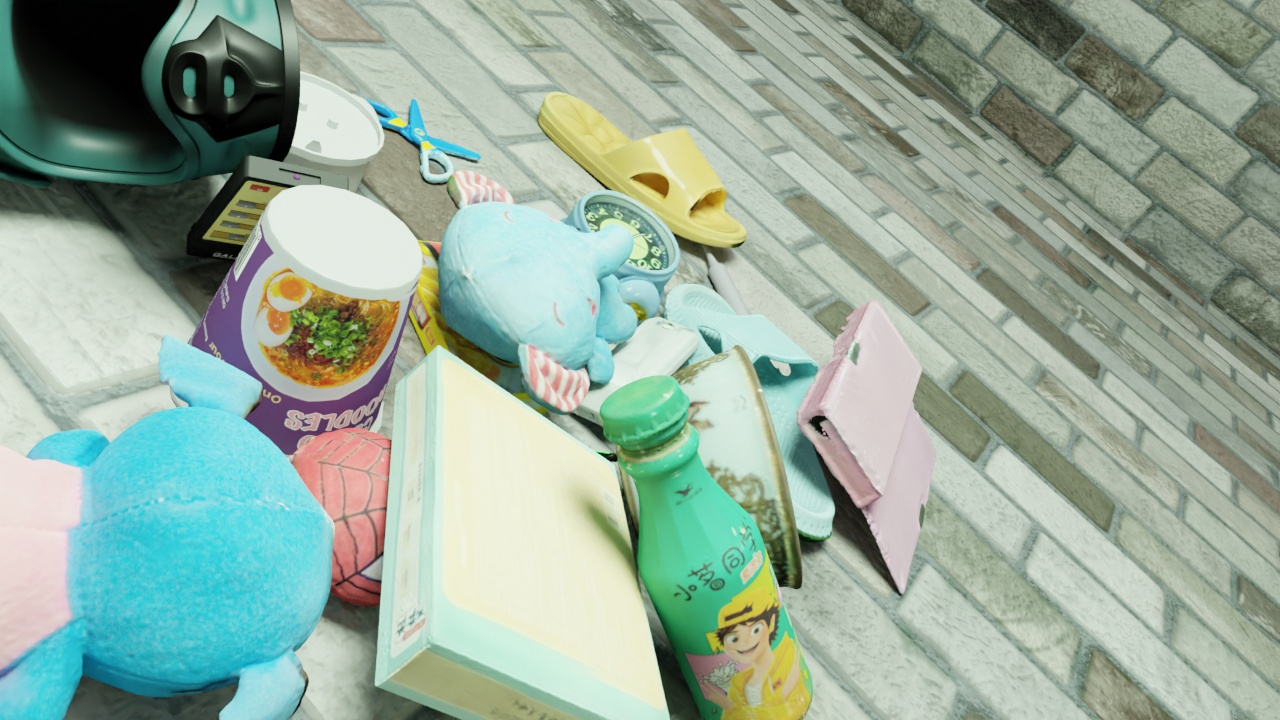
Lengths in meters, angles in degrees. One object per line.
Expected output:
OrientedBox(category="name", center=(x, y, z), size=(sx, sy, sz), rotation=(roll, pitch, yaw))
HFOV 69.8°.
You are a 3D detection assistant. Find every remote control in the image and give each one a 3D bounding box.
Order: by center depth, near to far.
OrientedBox(category="remote control", center=(-0.225, -0.085, 0.546), size=(0.058, 0.134, 0.013), rotation=(6, 74, -37))
OrientedBox(category="remote control", center=(-0.004, 0.004, 0.697), size=(0.050, 0.022, 0.133), rotation=(23, 39, 21))

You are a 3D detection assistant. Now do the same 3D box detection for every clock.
OrientedBox(category="clock", center=(-0.255, -0.181, 0.696), size=(0.119, 0.061, 0.159), rotation=(14, 40, -31))
OrientedBox(category="clock", center=(-0.027, -0.083, 0.786), size=(0.118, 0.060, 0.161), rotation=(33, 37, -8))

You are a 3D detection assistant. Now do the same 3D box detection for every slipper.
OrientedBox(category="slipper", center=(0.097, 0.022, 0.752), size=(0.115, 0.070, 0.275), rotation=(16, 39, -38))
OrientedBox(category="slipper", center=(0.008, -0.212, 0.958), size=(0.263, 0.079, 0.099), rotation=(38, 34, 11))

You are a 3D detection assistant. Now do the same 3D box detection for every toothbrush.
OrientedBox(category="toothbrush", center=(0.087, -0.068, 0.907), size=(0.019, 0.018, 0.187), rotation=(22, 34, -39))

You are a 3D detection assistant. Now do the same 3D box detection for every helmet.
OrientedBox(category="helmet", center=(-0.314, -0.177, 0.501), size=(0.199, 0.177, 0.275), rotation=(-5, 27, -33))

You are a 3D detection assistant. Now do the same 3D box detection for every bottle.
OrientedBox(category="bottle", center=(0.033, 0.107, 0.491), size=(0.210, 0.068, 0.067), rotation=(69, 26, -21))

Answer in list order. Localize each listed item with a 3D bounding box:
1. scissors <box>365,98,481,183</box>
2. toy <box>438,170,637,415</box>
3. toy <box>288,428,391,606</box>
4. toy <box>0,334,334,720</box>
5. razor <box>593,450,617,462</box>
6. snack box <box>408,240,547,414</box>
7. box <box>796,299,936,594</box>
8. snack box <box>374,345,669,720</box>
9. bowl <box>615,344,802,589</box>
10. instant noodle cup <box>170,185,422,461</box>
OrientedBox(category="scissors", center=(-0.199, -0.200, 0.816), size=(0.125, 0.013, 0.126), rotation=(12, 44, -31))
OrientedBox(category="toy", center=(-0.053, -0.051, 0.634), size=(0.180, 0.115, 0.183), rotation=(2, 58, -53))
OrientedBox(category="toy", center=(-0.126, 0.089, 0.479), size=(0.133, 0.062, 0.092), rotation=(34, 37, -23))
OrientedBox(category="toy", center=(-0.227, 0.069, 0.374), size=(0.191, 0.099, 0.223), rotation=(4, 54, -32))
OrientedBox(category="razor", center=(-0.036, 0.106, 0.573), size=(0.044, 0.021, 0.144), rotation=(8, 38, -9))
OrientedBox(category="snack box", center=(-0.122, -0.025, 0.656), size=(0.075, 0.025, 0.152), rotation=(1, 47, -42))
OrientedBox(category="box", center=(0.213, 0.062, 0.786), size=(0.179, 0.040, 0.232), rotation=(58, 32, -11))
OrientedBox(category="snack box", center=(-0.059, 0.094, 0.461), size=(0.141, 0.044, 0.193), rotation=(37, 22, -32))
OrientedBox(category="bowl", center=(0.037, 0.077, 0.591), size=(0.094, 0.160, 0.159), rotation=(-14, 45, 0))
OrientedBox(category="instant noodle cup", center=(-0.180, -0.019, 0.504), size=(0.121, 0.122, 0.136), rotation=(13, 40, -32))
